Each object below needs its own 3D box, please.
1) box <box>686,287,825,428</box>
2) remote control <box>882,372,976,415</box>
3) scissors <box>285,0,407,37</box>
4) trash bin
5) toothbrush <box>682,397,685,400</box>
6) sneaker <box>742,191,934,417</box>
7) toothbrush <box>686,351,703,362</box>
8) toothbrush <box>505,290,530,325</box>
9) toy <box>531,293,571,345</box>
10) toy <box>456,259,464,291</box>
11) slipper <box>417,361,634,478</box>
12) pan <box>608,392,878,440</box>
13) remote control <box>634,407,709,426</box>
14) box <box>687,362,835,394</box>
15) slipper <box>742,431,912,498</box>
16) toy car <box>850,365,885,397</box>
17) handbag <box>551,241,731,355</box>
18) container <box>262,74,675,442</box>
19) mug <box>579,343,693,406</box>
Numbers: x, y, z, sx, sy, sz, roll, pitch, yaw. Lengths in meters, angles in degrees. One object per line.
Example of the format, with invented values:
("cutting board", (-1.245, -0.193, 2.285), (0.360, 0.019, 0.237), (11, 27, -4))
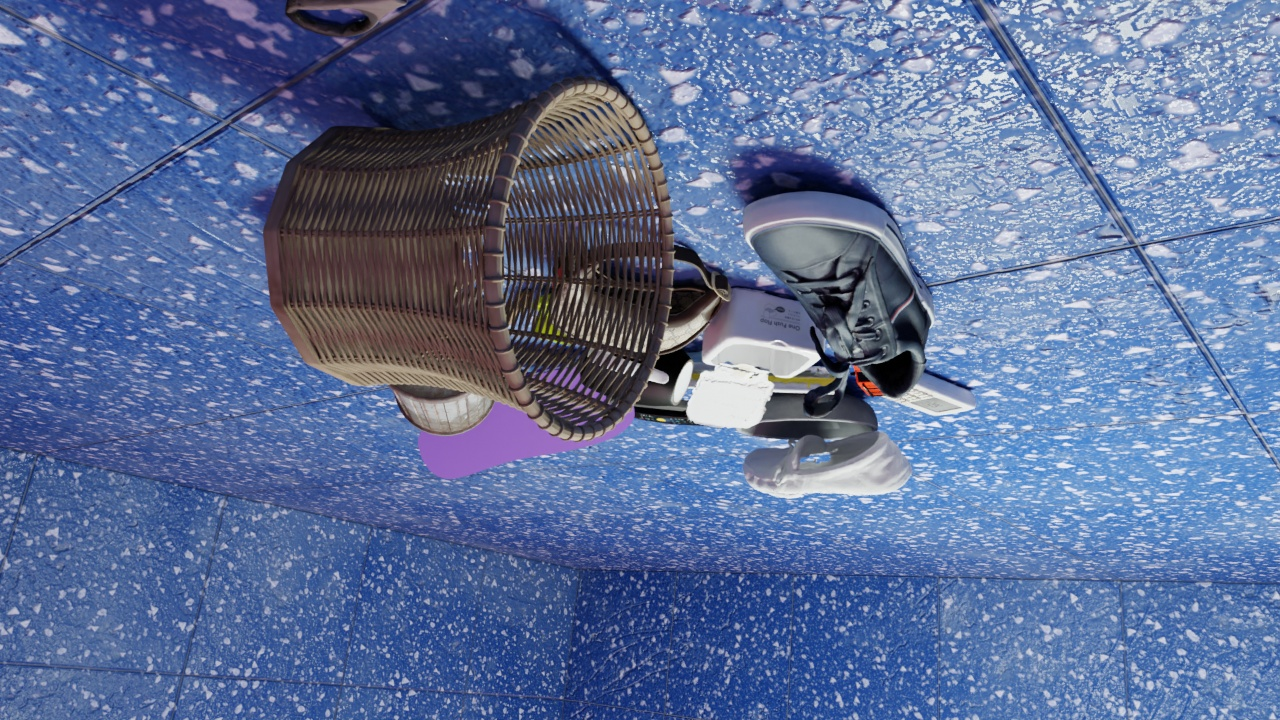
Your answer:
("box", (0.111, -0.005, 0.950), (0.110, 0.083, 0.191), (11, 144, -11))
("remote control", (0.330, 0.037, 1.078), (0.138, 0.025, 0.060), (18, 158, -32))
("scissors", (-0.139, -0.211, 0.506), (0.170, 0.012, 0.131), (-5, 161, 39))
("trash bin", (-0.215, 0.001, 0.990), (0.131, 0.130, 0.211), (8, 163, -6))
("toothbrush", (-0.018, 0.040, 1.218), (0.166, 0.014, 0.016), (13, 160, -18))
("sneaker", (0.169, -0.035, 0.767), (0.121, 0.127, 0.294), (-8, 155, 33))
("toothbrush", (0.090, -0.003, 1.053), (0.155, 0.016, 0.022), (-3, -156, 24))
("toothbrush", (-0.147, -0.045, 1.007), (0.016, 0.016, 0.167), (15, 160, -20))
("toy", (-0.079, -0.046, 0.953), (0.094, 0.036, 0.093), (-11, 151, 25))
("toy", (-0.239, -0.087, 0.833), (0.171, 0.064, 0.155), (-2, 142, 13))
("slipper", (-0.143, 0.064, 1.153), (0.266, 0.107, 0.084), (-18, -162, 3))
("pan", (0.128, 0.059, 1.134), (0.356, 0.041, 0.179), (7, 166, -21))
("remote control", (0.060, 0.079, 1.303), (0.152, 0.020, 0.041), (2, 162, 15))
("box", (0.126, 0.022, 1.056), (0.209, 0.033, 0.064), (3, 175, -1))
("slipper", (0.226, 0.131, 1.177), (0.112, 0.074, 0.247), (-27, -170, -37))
("toy car", (0.251, 0.006, 0.976), (0.051, 0.048, 0.100), (-4, 159, 29))
("handbag", (0.002, -0.061, 0.850), (0.166, 0.063, 0.139), (15, 150, -27))
("container", (-0.111, -0.069, 0.625), (0.196, 0.226, 0.227), (5, 163, 27))
("mug", (-0.006, 0.006, 0.945), (0.100, 0.085, 0.118), (21, -175, 18))
